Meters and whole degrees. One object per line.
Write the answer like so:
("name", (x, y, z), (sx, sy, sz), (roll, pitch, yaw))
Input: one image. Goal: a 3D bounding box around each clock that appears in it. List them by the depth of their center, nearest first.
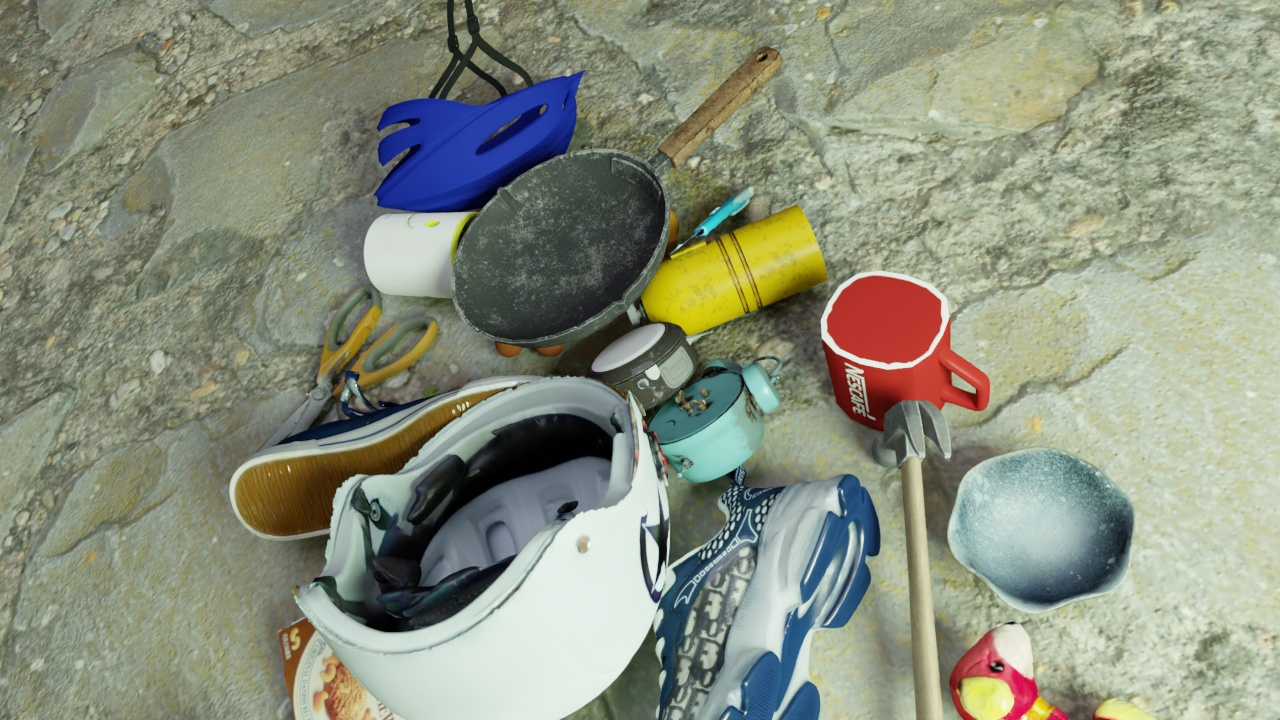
("clock", (0.060, 0.039, 0.700), (0.124, 0.053, 0.090), (-39, 20, -15))
("clock", (-0.004, 0.004, 0.735), (0.091, 0.044, 0.123), (-43, 22, -32))

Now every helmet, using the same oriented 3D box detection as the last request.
("helmet", (-0.080, 0.133, 0.619), (0.237, 0.164, 0.263), (-18, 25, 13))
("helmet", (-0.174, -0.264, 0.899), (0.241, 0.228, 0.148), (-26, 19, -13))

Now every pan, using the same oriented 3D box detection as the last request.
("pan", (-0.007, -0.143, 0.780), (0.356, 0.040, 0.207), (-41, 49, -5))

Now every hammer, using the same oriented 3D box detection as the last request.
("hammer", (0.173, 0.180, 0.569), (0.031, 0.119, 0.330), (3, 67, 4))

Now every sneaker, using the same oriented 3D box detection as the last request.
("sneaker", (0.051, 0.187, 0.614), (0.133, 0.103, 0.268), (10, 61, 42))
("sneaker", (-0.189, 0.065, 0.783), (0.295, 0.121, 0.127), (-14, 15, 6))

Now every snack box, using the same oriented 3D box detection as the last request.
("snack box", (-0.188, 0.237, 0.688), (0.147, 0.041, 0.143), (-29, 53, 1))

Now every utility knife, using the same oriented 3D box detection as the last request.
("utility knife", (0.063, -0.120, 0.793), (0.022, 0.015, 0.157), (-28, 10, 37))

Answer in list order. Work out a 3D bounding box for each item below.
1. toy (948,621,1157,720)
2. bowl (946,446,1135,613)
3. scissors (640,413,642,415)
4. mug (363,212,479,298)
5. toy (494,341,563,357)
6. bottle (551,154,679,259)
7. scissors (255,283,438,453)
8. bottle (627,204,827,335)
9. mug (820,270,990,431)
("toy", (0.240, 0.227, 0.533), (0.137, 0.067, 0.105), (40, 80, 22))
("bowl", (0.258, 0.115, 0.595), (0.110, 0.055, 0.110), (-9, 57, 14))
("scissors", (-0.003, 0.081, 0.740), (0.084, 0.012, 0.132), (8, 61, 25))
("mug", (-0.199, -0.102, 0.885), (0.106, 0.082, 0.082), (4, 60, 23))
("toy", (-0.092, -0.065, 0.845), (0.095, 0.065, 0.127), (6, 52, 14))
("bottle", (-0.036, -0.147, 0.863), (0.067, 0.068, 0.157), (-41, 54, -8))
("scissors", (-0.301, 0.015, 0.889), (0.225, 0.016, 0.166), (-41, 54, -8))
("bottle", (0.067, -0.068, 0.774), (0.164, 0.071, 0.071), (-22, 54, 6))
("mug", (0.195, 0.000, 0.665), (0.116, 0.096, 0.080), (20, 67, 29))
